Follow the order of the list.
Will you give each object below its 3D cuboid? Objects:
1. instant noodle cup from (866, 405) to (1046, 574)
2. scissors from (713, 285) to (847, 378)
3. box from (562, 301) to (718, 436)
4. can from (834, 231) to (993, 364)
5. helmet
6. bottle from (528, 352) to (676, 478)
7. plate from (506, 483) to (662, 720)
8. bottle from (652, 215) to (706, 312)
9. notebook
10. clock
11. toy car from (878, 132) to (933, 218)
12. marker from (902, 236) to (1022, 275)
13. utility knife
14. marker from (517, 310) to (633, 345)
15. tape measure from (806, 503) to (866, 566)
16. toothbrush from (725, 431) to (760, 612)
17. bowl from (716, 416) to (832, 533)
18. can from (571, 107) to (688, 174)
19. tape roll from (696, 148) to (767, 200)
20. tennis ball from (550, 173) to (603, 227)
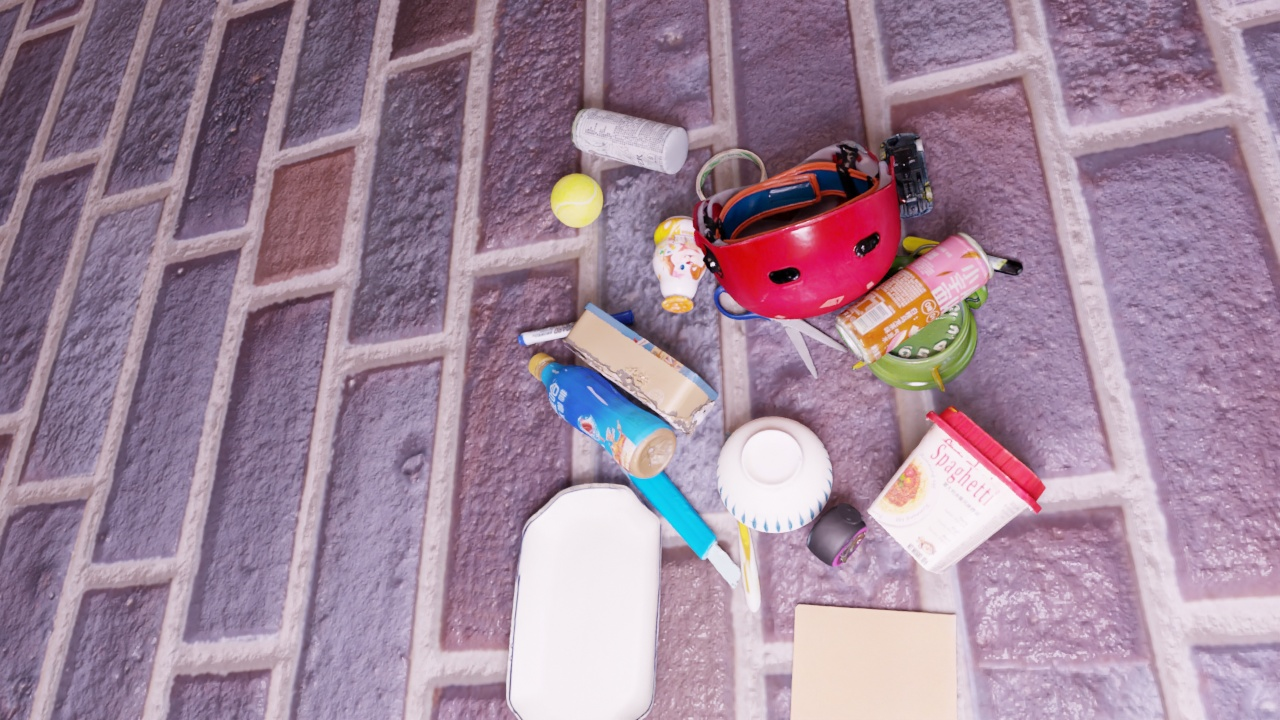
[{"bbox_3d":[0.283,0.123,0.833,0.124,0.116,0.116,-49,59,8],"label":"instant noodle cup"},{"bbox_3d":[0.158,-0.058,1.017,0.164,0.012,0.160,9,71,23],"label":"scissors"},{"bbox_3d":[-0.006,0.006,1.006,0.184,0.090,0.061,37,87,27],"label":"box"},{"bbox_3d":[0.261,-0.059,0.882,0.147,0.058,0.058,-35,59,3],"label":"can"},{"bbox_3d":[0.169,-0.112,0.922,0.207,0.144,0.239,-21,21,6],"label":"helmet"},{"bbox_3d":[-0.051,0.050,1.013,0.065,0.065,0.219,-50,49,-6],"label":"bottle"},{"bbox_3d":[-0.052,0.258,0.940,0.162,0.034,0.265,-7,65,19],"label":"plate"},{"bbox_3d":[0.045,-0.110,1.055,0.063,0.063,0.108,-5,65,19],"label":"bottle"},{"bbox_3d":[0.207,0.329,0.822,0.148,0.008,0.207,-2,66,20],"label":"notebook"},{"bbox_3d":[0.286,-0.047,0.935,0.116,0.056,0.161,16,73,25],"label":"clock"},{"bbox_3d":[0.295,-0.204,1.018,0.049,0.031,0.105,-9,65,16],"label":"toy car"},{"bbox_3d":[0.339,-0.109,0.968,0.124,0.015,0.018,18,75,24],"label":"marker"},{"bbox_3d":[0.043,0.163,0.954,0.034,0.018,0.188,-41,57,-3],"label":"utility knife"},{"bbox_3d":[-0.079,-0.038,1.097,0.146,0.017,0.016,-11,63,17],"label":"marker"},{"bbox_3d":[0.189,0.168,0.874,0.057,0.057,0.039,-43,60,-12],"label":"tape measure"},{"bbox_3d":[0.103,0.159,0.934,0.016,0.018,0.191,-14,62,17],"label":"toothbrush"},{"bbox_3d":[0.132,0.107,0.907,0.116,0.066,0.116,-4,66,8],"label":"bowl"},{"bbox_3d":[-0.014,-0.278,1.157,0.147,0.058,0.058,20,75,28],"label":"can"},{"bbox_3d":[0.110,-0.216,1.106,0.086,0.014,0.085,-8,64,18],"label":"tape roll"},{"bbox_3d":[-0.079,-0.200,1.143,0.065,0.065,0.065,-9,64,18],"label":"tennis ball"}]
